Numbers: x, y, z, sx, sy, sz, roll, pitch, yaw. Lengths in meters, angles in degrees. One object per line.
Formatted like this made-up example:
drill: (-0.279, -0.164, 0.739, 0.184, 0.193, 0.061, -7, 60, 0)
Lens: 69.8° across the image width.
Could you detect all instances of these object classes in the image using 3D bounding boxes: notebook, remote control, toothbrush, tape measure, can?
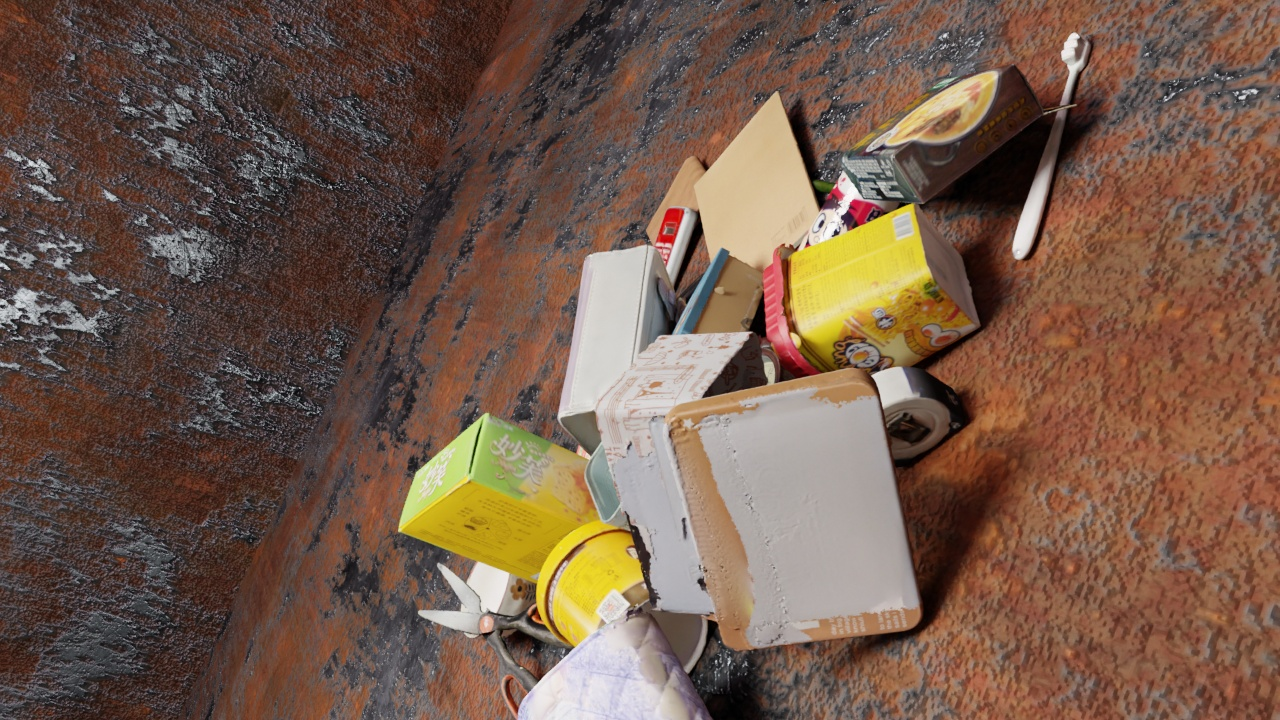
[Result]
notebook: (0.116, -0.166, 0.958, 0.150, 0.012, 0.211, -46, 36, 36)
remote control: (0.028, -0.115, 1.077, 0.056, 0.020, 0.136, 22, 93, 60)
toothbrush: (0.018, -0.037, 1.051, 0.181, 0.018, 0.015, -47, 25, 27)
toothbrush: (0.191, -0.159, 0.843, 0.017, 0.012, 0.186, -57, 26, 1)
tape measure: (0.177, 0.037, 0.626, 0.066, 0.066, 0.033, -47, 32, 31)
toothbrush: (0.289, -0.153, 0.649, 0.016, 0.016, 0.180, -4, 63, 63)
can: (0.167, -0.101, 0.769, 0.133, 0.053, 0.053, -61, 25, 21)

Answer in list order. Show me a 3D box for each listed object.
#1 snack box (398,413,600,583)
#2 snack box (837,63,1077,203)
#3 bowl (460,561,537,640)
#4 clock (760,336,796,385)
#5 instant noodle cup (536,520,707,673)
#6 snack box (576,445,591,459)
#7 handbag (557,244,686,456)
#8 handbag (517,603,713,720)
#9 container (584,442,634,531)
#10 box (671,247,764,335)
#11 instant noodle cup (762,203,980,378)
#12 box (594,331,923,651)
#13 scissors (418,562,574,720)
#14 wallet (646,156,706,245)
snack box: (-0.100, 0.146, 0.877, 0.158, 0.210, 0.069, -36, 35, 44)
snack box: (0.222, -0.164, 0.664, 0.125, 0.053, 0.113, -38, 14, 1)
bowl: (-0.148, 0.262, 1.030, 0.114, 0.062, 0.113, -44, 32, 37)
clock: (0.115, 0.022, 0.766, 0.082, 0.055, 0.122, 17, 85, 65)
instant noodle cup: (-0.012, 0.210, 0.771, 0.114, 0.118, 0.118, 29, 93, 57)
snack box: (-0.045, 0.111, 1.019, 0.075, 0.025, 0.152, -18, 51, 57)
handbag: (-0.005, 0.005, 0.919, 0.098, 0.145, 0.196, -4, 55, 17)
handbag: (0.004, 0.287, 0.632, 0.134, 0.075, 0.193, -49, 58, 26)
container: (0.026, 0.104, 0.793, 0.090, 0.111, 0.090, -56, 27, 14)
box: (0.064, -0.029, 0.843, 0.090, 0.060, 0.183, -60, 4, 37)
instant noodle cup: (0.170, -0.043, 0.675, 0.124, 0.116, 0.115, -29, 41, 32)
box: (0.091, 0.078, 0.619, 0.194, 0.183, 0.156, -4, 24, 26)
scissors: (-0.144, 0.288, 0.940, 0.222, 0.021, 0.210, -19, 64, 24)
wallet: (0.049, -0.184, 1.123, 0.115, 0.020, 0.101, -55, 28, 23)
